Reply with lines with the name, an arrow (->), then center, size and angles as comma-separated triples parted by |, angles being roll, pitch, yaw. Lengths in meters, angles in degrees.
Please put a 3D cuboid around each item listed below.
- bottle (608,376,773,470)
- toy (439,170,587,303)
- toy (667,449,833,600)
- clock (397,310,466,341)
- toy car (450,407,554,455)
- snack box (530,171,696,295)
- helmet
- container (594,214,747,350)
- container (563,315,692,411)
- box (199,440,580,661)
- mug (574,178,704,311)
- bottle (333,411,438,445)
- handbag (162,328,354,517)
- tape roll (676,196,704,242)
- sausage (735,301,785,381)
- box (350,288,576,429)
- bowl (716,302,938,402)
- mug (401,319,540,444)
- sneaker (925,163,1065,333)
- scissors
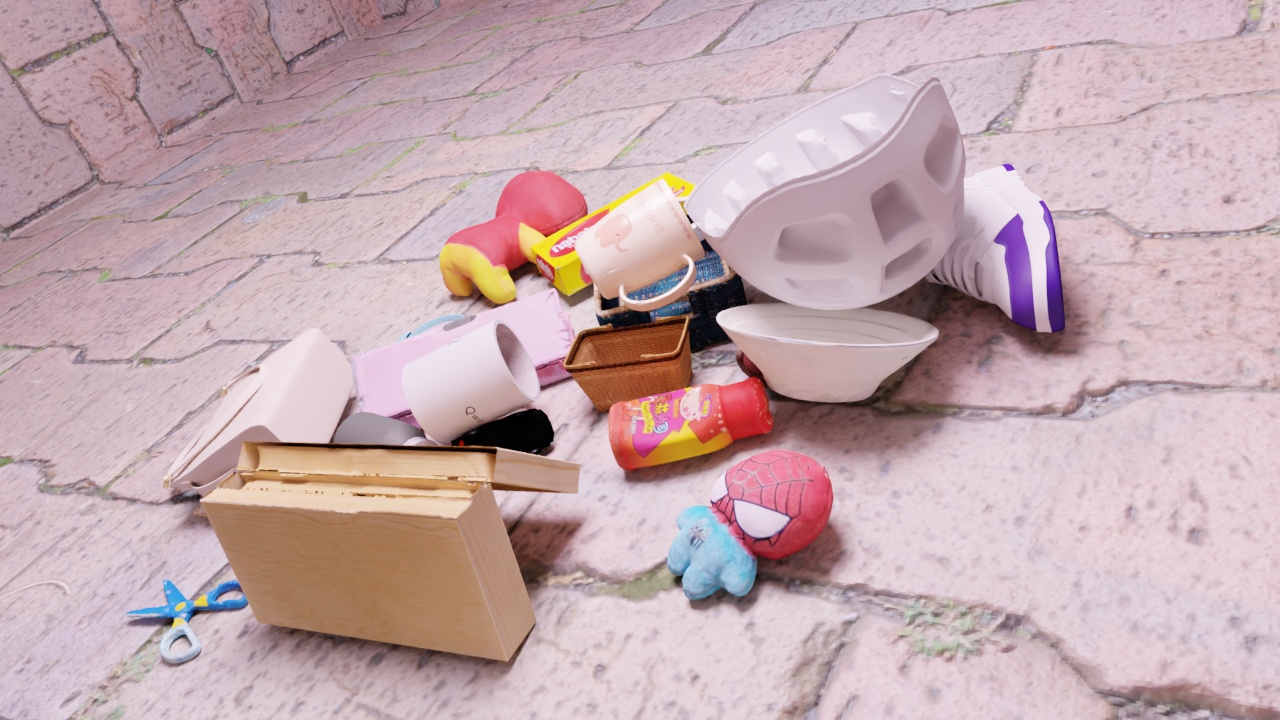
bottle -> 0.042, 0.051, 0.769 | 0.134, 0.048, 0.071 | -14, 31, 10
toy -> -0.155, -0.164, 1.167 | 0.148, 0.099, 0.215 | 17, 52, 34
toy -> 0.075, 0.113, 0.649 | 0.133, 0.062, 0.092 | -37, 26, -4
clock -> -0.242, -0.014, 1.034 | 0.123, 0.042, 0.087 | -27, 32, -13
toy car -> -0.124, 0.074, 0.839 | 0.091, 0.042, 0.036 | -22, 7, -3
snack box -> -0.024, -0.152, 1.087 | 0.200, 0.042, 0.092 | -30, 33, -11
helmet -> 0.156, -0.155, 0.809 | 0.224, 0.184, 0.282 | -33, 36, -8
container -> 0.031, -0.083, 0.955 | 0.145, 0.071, 0.187 | -16, 32, 8
container -> -0.005, 0.005, 0.853 | 0.114, 0.061, 0.063 | -7, 34, 21
box -> -0.196, 0.118, 0.709 | 0.249, 0.142, 0.178 | -1, 46, 25
mug -> 0.002, -0.097, 0.860 | 0.104, 0.085, 0.111 | -29, 61, 4
bottle -> -0.238, 0.085, 0.865 | 0.109, 0.060, 0.060 | 10, 43, 40
handbag -> -0.416, 0.076, 0.964 | 0.198, 0.101, 0.194 | -25, 30, 16
tape roll -> 0.030, -0.139, 0.952 | 0.094, 0.019, 0.093 | -15, 33, 10
sausage -> 0.144, -0.037, 0.854 | 0.040, 0.040, 0.155 | 12, 44, 41
box -> -0.181, 0.000, 0.942 | 0.232, 0.080, 0.099 | -19, 31, 3
bowl -> 0.149, -0.005, 0.753 | 0.176, 0.058, 0.176 | 2, 14, -1
mug -> -0.150, 0.025, 0.865 | 0.096, 0.119, 0.083 | -26, 68, 10
sneaker -> 0.298, -0.100, 0.817 | 0.111, 0.092, 0.243 | -13, 29, 15
scissors -> -0.403, 0.225, 0.796 | 0.131, 0.018, 0.108 | -8, 31, 17
